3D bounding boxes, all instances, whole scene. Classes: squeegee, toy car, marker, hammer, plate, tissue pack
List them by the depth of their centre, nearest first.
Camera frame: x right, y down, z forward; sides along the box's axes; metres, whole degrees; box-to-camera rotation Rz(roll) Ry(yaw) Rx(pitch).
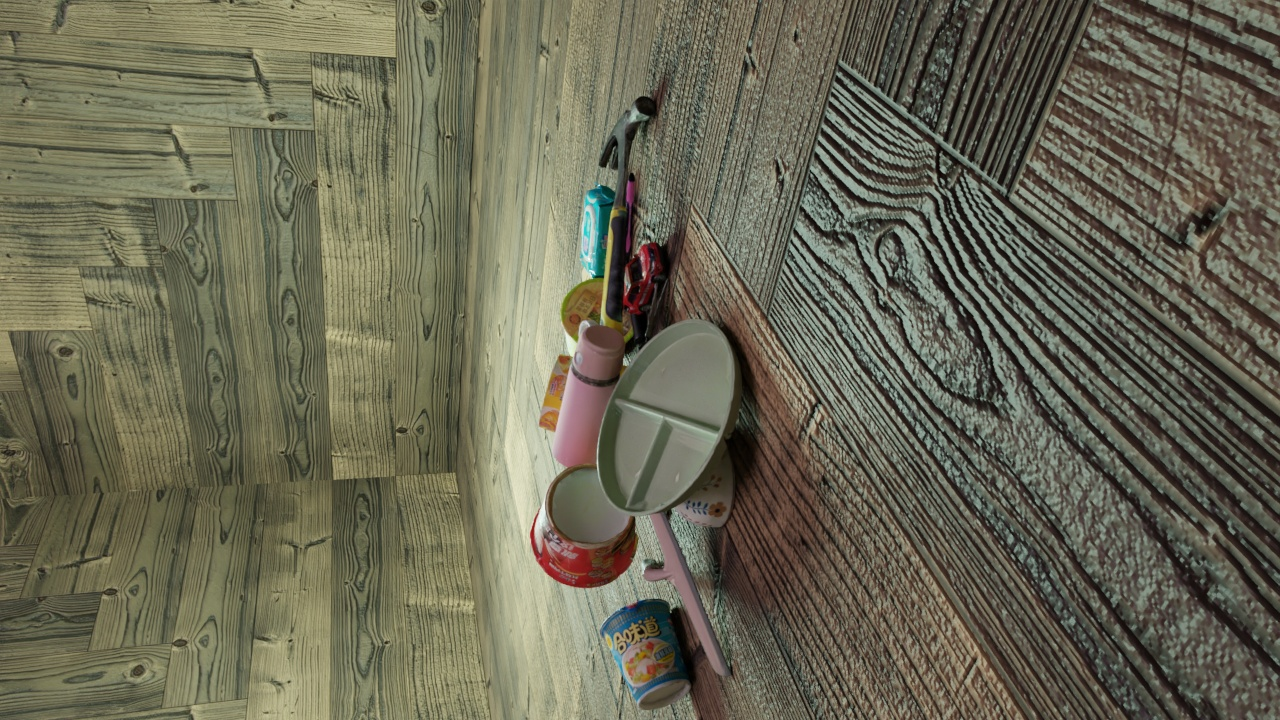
[{"bbox_3d":[0.030,0.063,1.007,0.231,0.027,0.229,-35,41,38],"label":"plate"},{"bbox_3d":[0.021,0.260,1.133,0.250,0.040,0.247,124,124,-77],"label":"squeegee"},{"bbox_3d":[0.001,-0.107,1.217,0.121,0.045,0.052,118,145,-54],"label":"toy car"},{"bbox_3d":[-0.029,-0.180,1.217,0.126,0.032,0.322,152,125,-63],"label":"hammer"},{"bbox_3d":[-0.007,-0.084,1.288,0.022,0.020,0.131,-38,50,41],"label":"marker"},{"bbox_3d":[-0.057,-0.196,1.386,0.093,0.050,0.134,-125,37,-62],"label":"tissue pack"}]

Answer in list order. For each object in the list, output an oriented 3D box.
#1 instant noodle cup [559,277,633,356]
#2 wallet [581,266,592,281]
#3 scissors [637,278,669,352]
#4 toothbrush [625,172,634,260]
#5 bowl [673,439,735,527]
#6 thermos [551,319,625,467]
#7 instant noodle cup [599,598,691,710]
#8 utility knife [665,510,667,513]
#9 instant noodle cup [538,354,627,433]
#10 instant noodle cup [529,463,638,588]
[{"bbox_3d":[-0.066,-0.045,1.347,0.124,0.111,0.111,112,152,-68],"label":"instant noodle cup"},{"bbox_3d":[-0.078,-0.117,1.505,0.087,0.024,0.115,109,160,-55],"label":"wallet"},{"bbox_3d":[0.002,0.003,1.206,0.190,0.022,0.229,49,-118,-73],"label":"scissors"},{"bbox_3d":[-0.019,-0.176,1.326,0.017,0.014,0.189,-113,26,-72],"label":"toothbrush"},{"bbox_3d":[0.057,0.132,1.025,0.113,0.062,0.113,176,91,-74],"label":"bowl"},{"bbox_3d":[-0.071,0.042,1.179,0.087,0.067,0.199,54,142,42],"label":"thermos"},{"bbox_3d":[0.011,0.373,1.152,0.099,0.099,0.109,105,149,-44],"label":"instant noodle cup"},{"bbox_3d":[0.020,0.144,1.220,0.031,0.018,0.166,132,136,-72],"label":"utility knife"},{"bbox_3d":[-0.079,0.057,1.306,0.138,0.110,0.138,-171,97,-88],"label":"instant noodle cup"},{"bbox_3d":[-0.067,0.197,1.123,0.109,0.138,0.137,102,160,-58],"label":"instant noodle cup"}]
